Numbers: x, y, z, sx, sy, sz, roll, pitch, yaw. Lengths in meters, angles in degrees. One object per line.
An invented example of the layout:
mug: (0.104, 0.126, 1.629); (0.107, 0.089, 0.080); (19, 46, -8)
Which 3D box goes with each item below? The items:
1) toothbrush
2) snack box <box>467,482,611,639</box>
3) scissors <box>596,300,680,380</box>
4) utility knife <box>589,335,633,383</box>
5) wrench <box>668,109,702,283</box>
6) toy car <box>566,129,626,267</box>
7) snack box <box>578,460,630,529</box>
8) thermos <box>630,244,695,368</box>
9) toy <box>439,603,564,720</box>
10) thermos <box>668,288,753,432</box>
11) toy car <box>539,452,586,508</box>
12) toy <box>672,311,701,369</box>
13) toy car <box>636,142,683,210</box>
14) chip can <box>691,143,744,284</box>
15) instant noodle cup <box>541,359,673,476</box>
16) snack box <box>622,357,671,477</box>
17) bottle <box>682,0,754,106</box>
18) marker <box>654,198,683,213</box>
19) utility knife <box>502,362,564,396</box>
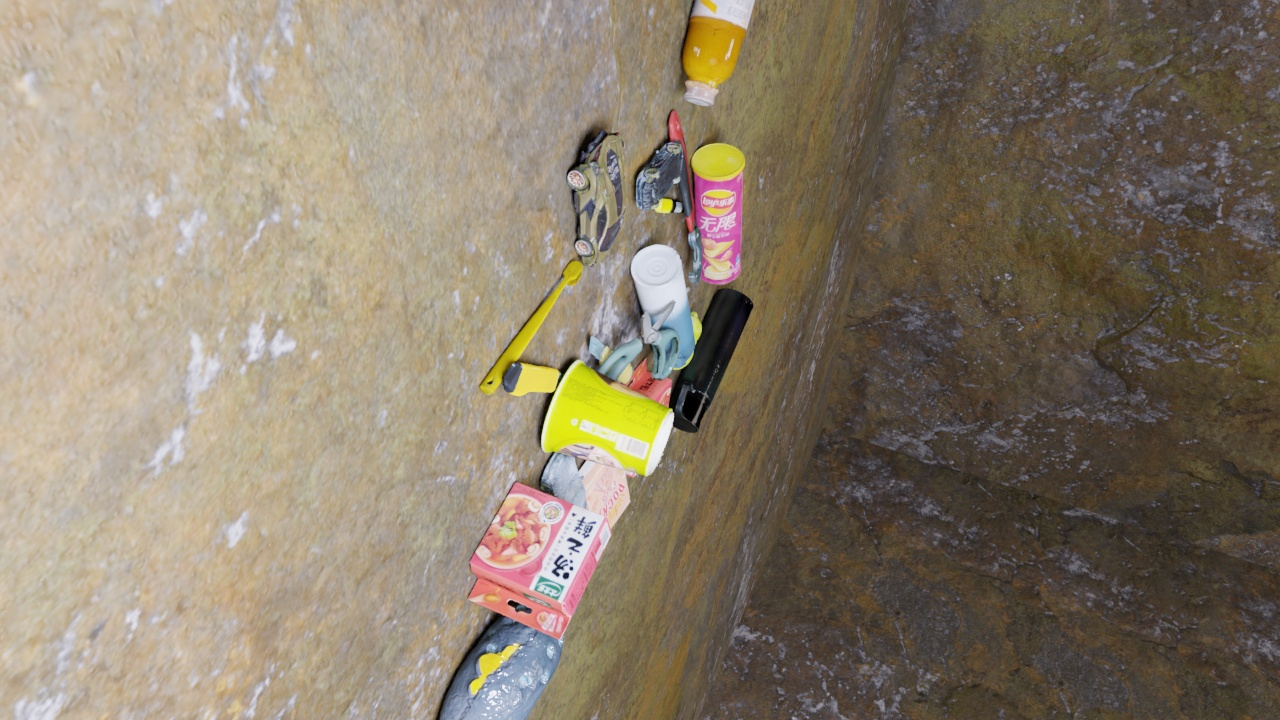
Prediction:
toothbrush: (-0.104, -0.034, 0.907); (0.017, 0.016, 0.189); (96, 20, -50)
snack box: (-0.108, 0.206, 0.958); (0.044, 0.113, 0.126); (81, 31, -56)
scissors: (-0.006, 0.007, 1.153); (0.169, 0.019, 0.171); (-45, 155, -14)
utility knife: (-0.034, 0.001, 1.144); (0.204, 0.021, 0.031); (54, 51, -76)
wrench: (0.060, -0.209, 1.201); (0.274, 0.016, 0.056); (77, 22, -48)
toy car: (-0.040, -0.163, 0.942); (0.158, 0.042, 0.070); (90, 25, -49)
snack box: (-0.052, 0.177, 1.230); (0.084, 0.026, 0.157); (-53, 154, -29)
thermos: (0.035, -0.064, 1.213); (0.221, 0.070, 0.070); (73, 38, -60)
toy: (-0.156, 0.354, 1.018); (0.138, 0.091, 0.355); (-51, -178, 46)
thermos: (0.111, -0.005, 1.490); (0.090, 0.068, 0.242); (80, 32, -64)
toy car: (-0.090, 0.156, 1.097); (0.121, 0.037, 0.054); (80, 32, -49)
toy: (0.070, -0.026, 1.412); (0.097, 0.031, 0.100); (60, 49, -69)
toy car: (0.021, -0.219, 1.082); (0.105, 0.031, 0.049); (-54, 155, -42)
chip can: (0.110, -0.202, 1.301); (0.211, 0.071, 0.071); (84, 29, -52)
instant noodle cup: (-0.032, 0.072, 1.025); (0.111, 0.123, 0.111); (22, 89, -80)
snack box: (0.000, 0.078, 1.276); (0.113, 0.044, 0.127); (-48, 150, -52)
bottle: (0.092, -0.394, 1.070); (0.068, 0.068, 0.189); (-4, 111, -71)
marker: (0.038, -0.199, 1.185); (0.124, 0.015, 0.018); (-25, 122, -71)
utility knife: (-0.104, 0.022, 0.948); (0.033, 0.015, 0.216); (-66, 169, 1)
